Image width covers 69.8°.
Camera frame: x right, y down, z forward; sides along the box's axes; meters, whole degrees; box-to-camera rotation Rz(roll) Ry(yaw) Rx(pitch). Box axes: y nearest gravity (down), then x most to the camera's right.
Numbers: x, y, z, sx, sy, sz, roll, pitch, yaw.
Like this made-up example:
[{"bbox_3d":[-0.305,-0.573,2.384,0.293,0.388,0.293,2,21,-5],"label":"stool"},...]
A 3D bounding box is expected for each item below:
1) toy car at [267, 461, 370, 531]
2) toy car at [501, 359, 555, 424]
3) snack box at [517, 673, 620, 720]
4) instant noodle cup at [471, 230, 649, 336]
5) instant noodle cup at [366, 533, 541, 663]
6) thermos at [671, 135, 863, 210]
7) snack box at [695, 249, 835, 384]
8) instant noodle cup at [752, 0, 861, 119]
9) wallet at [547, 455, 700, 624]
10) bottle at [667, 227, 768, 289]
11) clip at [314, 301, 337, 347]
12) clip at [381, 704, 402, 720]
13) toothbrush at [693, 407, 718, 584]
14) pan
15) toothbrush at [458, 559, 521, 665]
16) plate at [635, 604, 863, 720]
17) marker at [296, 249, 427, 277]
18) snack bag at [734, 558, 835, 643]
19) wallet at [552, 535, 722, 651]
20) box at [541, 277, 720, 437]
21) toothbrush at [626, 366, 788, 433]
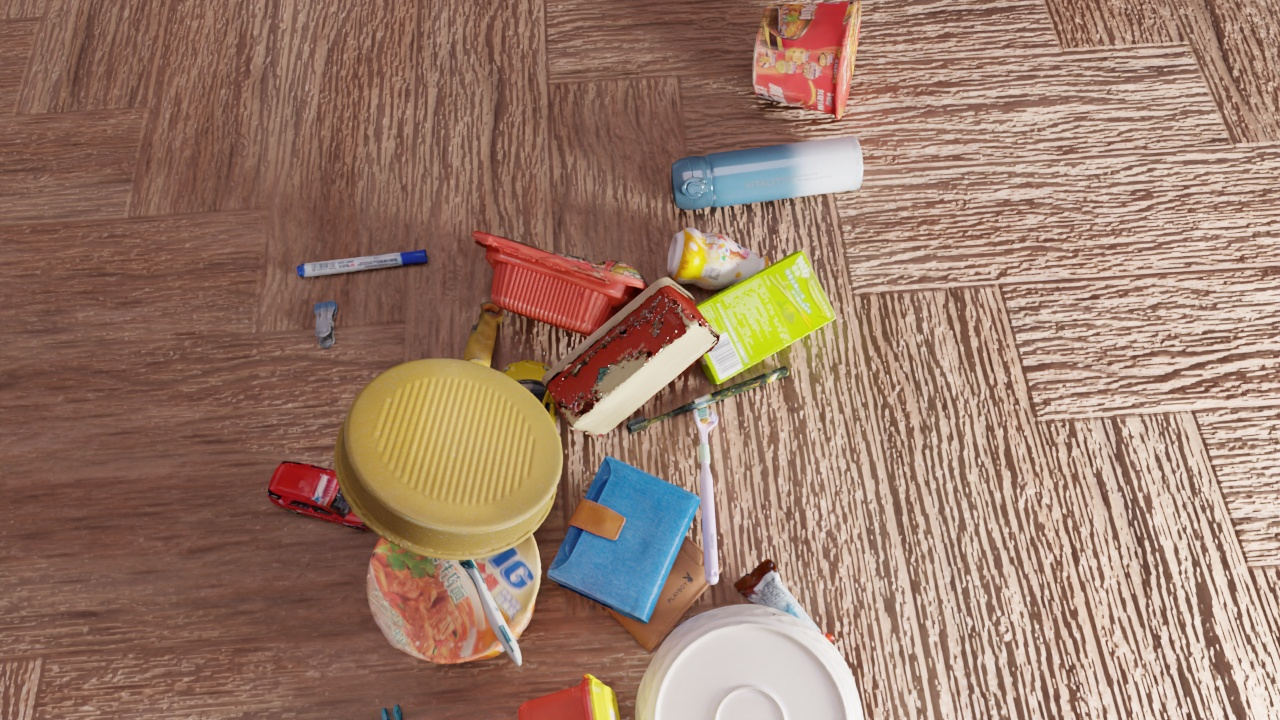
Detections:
[{"bbox_3d":[-0.313,0.134,0.916,0.120,0.045,0.052,13,67,4],"label":"toy car"},{"bbox_3d":[-0.120,0.067,0.948,0.071,0.041,0.155,0,64,0],"label":"toy car"},{"bbox_3d":[-0.061,0.322,0.802,0.080,0.091,0.082,-12,65,2],"label":"snack box"},{"bbox_3d":[-0.083,-0.075,0.961,0.189,0.164,0.079,18,90,9],"label":"instant noodle cup"},{"bbox_3d":[-0.162,0.207,0.842,0.151,0.111,0.151,0,65,0],"label":"instant noodle cup"},{"bbox_3d":[0.144,-0.215,1.064,0.220,0.070,0.070,-8,65,-4],"label":"thermos"},{"bbox_3d":[0.126,-0.047,0.988,0.156,0.026,0.086,-29,96,-12],"label":"snack box"},{"bbox_3d":[0.198,-0.365,1.104,0.109,0.138,0.137,11,65,15],"label":"instant noodle cup"},{"bbox_3d":[-0.015,0.167,0.869,0.106,0.040,0.132,23,65,9],"label":"wallet"},{"bbox_3d":[0.086,-0.109,1.017,0.108,0.063,0.063,11,64,-10],"label":"bottle"},{"bbox_3d":[-0.349,-0.043,1.012,0.024,0.028,0.056,-7,55,-5],"label":"clip"},{"bbox_3d":[-0.223,0.342,0.834,0.041,0.014,0.056,-12,67,-6],"label":"clip"},{"bbox_3d":[0.068,0.131,0.912,0.029,0.021,0.188,13,54,-19],"label":"toothbrush"},{"bbox_3d":[-0.165,0.037,0.875,0.197,0.078,0.356,17,42,-11],"label":"pan"},{"bbox_3d":[-0.150,0.177,0.786,0.018,0.016,0.191,-32,68,-3],"label":"toothbrush"},{"bbox_3d":[0.096,0.320,0.810,0.205,0.045,0.204,-1,73,4],"label":"plate"},{"bbox_3d":[-0.317,-0.110,1.046,0.146,0.017,0.016,-7,65,-3],"label":"marker"},{"bbox_3d":[0.138,0.240,0.871,0.045,0.026,0.105,-40,70,-2],"label":"snack bag"},{"bbox_3d":[-0.002,0.197,0.892,0.132,0.031,0.107,42,73,16],"label":"wallet"},{"bbox_3d":[-0.005,0.005,0.917,0.168,0.091,0.078,-40,66,12],"label":"box"},{"bbox_3d":[0.072,0.040,0.971,0.185,0.017,0.012,-20,63,-9],"label":"toothbrush"}]
